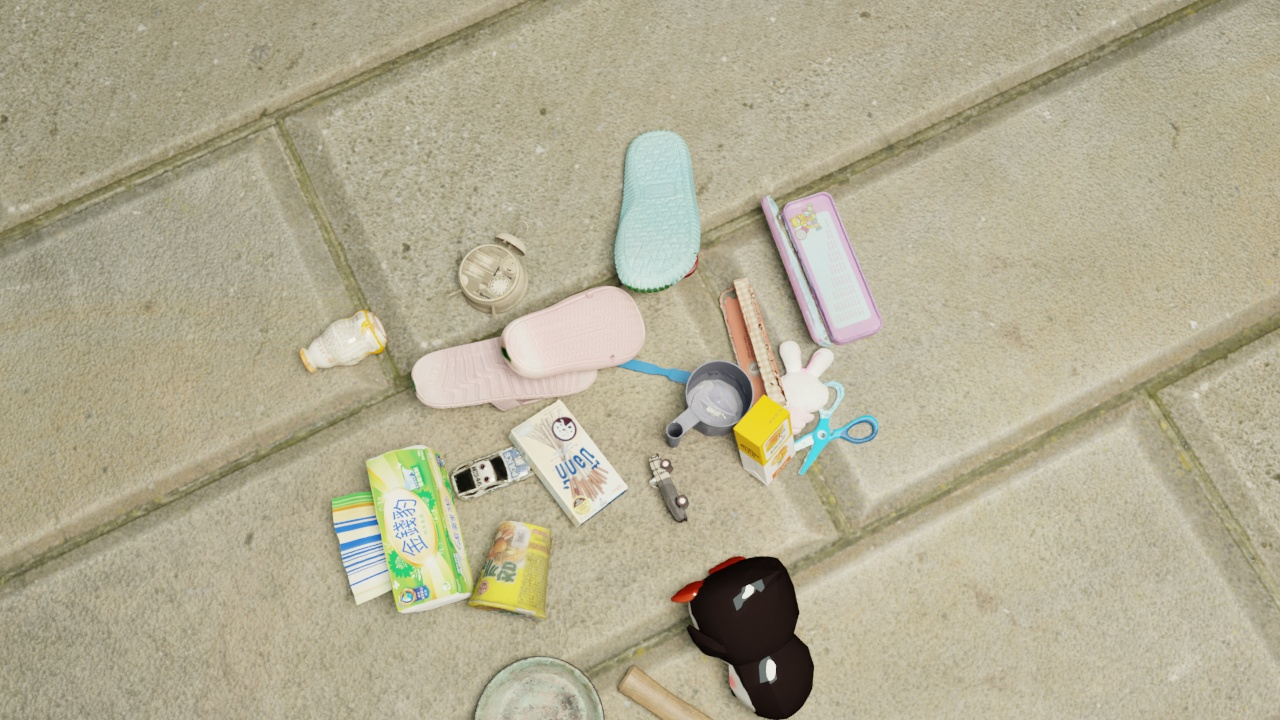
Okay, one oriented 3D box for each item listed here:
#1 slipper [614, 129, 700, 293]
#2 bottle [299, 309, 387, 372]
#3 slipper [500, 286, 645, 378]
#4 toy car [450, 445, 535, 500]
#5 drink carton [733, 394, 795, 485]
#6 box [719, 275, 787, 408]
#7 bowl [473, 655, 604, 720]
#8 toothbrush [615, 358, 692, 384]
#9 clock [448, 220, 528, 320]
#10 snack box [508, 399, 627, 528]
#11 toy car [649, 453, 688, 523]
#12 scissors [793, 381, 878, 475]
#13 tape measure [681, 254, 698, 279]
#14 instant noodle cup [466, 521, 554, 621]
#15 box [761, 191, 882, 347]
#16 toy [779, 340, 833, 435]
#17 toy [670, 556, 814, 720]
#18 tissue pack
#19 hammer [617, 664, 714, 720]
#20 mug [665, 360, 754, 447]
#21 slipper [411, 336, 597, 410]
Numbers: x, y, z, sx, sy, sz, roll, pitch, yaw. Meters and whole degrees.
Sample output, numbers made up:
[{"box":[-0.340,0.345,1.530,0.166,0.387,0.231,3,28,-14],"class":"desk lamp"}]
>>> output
[{"box":[0.024,-0.197,1.242,0.116,0.069,0.275,-4,59,9],"class":"slipper"},{"box":[-0.393,-0.022,1.213,0.109,0.063,0.063,-26,78,-4],"class":"bottle"},{"box":[-0.082,-0.030,1.175,0.221,0.056,0.106,-18,80,-38],"class":"slipper"},{"box":[-0.188,0.143,1.184,0.113,0.040,0.048,-21,79,-5],"class":"toy car"},{"box":[0.157,0.103,1.146,0.040,0.122,0.058,35,72,29],"class":"drink carton"},{"box":[0.144,-0.019,1.193,0.054,0.077,0.187,4,62,-39],"class":"box"},{"box":[-0.121,0.440,1.115,0.157,0.038,0.157,0,77,1],"class":"bowl"},{"box":[-0.007,0.007,1.229,0.167,0.014,0.016,13,77,8],"class":"toothbrush"},{"box":[-0.192,-0.129,1.239,0.093,0.054,0.140,27,81,7],"class":"clock"},{"box":[-0.093,0.131,1.180,0.081,0.026,0.150,-33,78,-28],"class":"snack box"},{"box":[0.034,0.165,1.174,0.037,0.040,0.092,-24,75,-2],"class":"toy car"},{"box":[0.251,0.101,1.201,0.113,0.013,0.140,30,77,10],"class":"scissors"},{"box":[0.049,-0.135,1.255,0.059,0.019,0.051,-30,82,-6],"class":"tape measure"},{"box":[-0.153,0.259,1.133,0.102,0.102,0.108,10,68,3],"class":"instant noodle cup"},{"box":[0.233,-0.122,1.227,0.139,0.062,0.214,-9,74,-37],"class":"box"},{"box":[0.209,0.038,1.202,0.076,0.037,0.125,10,74,8],"class":"toy"},{"box":[0.147,0.333,1.086,0.158,0.140,0.184,-22,88,-41],"class":"toy"},{"box":[-0.302,0.217,1.135,0.141,0.120,0.197,-16,70,-2],"class":"tissue pack"},{"box":[0.104,0.476,1.107,0.305,0.040,0.132,33,76,8],"class":"hammer"},{"box":[0.082,0.064,1.165,0.124,0.104,0.084,-40,80,-8],"class":"mug"},{"box":[-0.177,0.016,1.201,0.239,0.064,0.094,-8,75,-16],"class":"slipper"}]
